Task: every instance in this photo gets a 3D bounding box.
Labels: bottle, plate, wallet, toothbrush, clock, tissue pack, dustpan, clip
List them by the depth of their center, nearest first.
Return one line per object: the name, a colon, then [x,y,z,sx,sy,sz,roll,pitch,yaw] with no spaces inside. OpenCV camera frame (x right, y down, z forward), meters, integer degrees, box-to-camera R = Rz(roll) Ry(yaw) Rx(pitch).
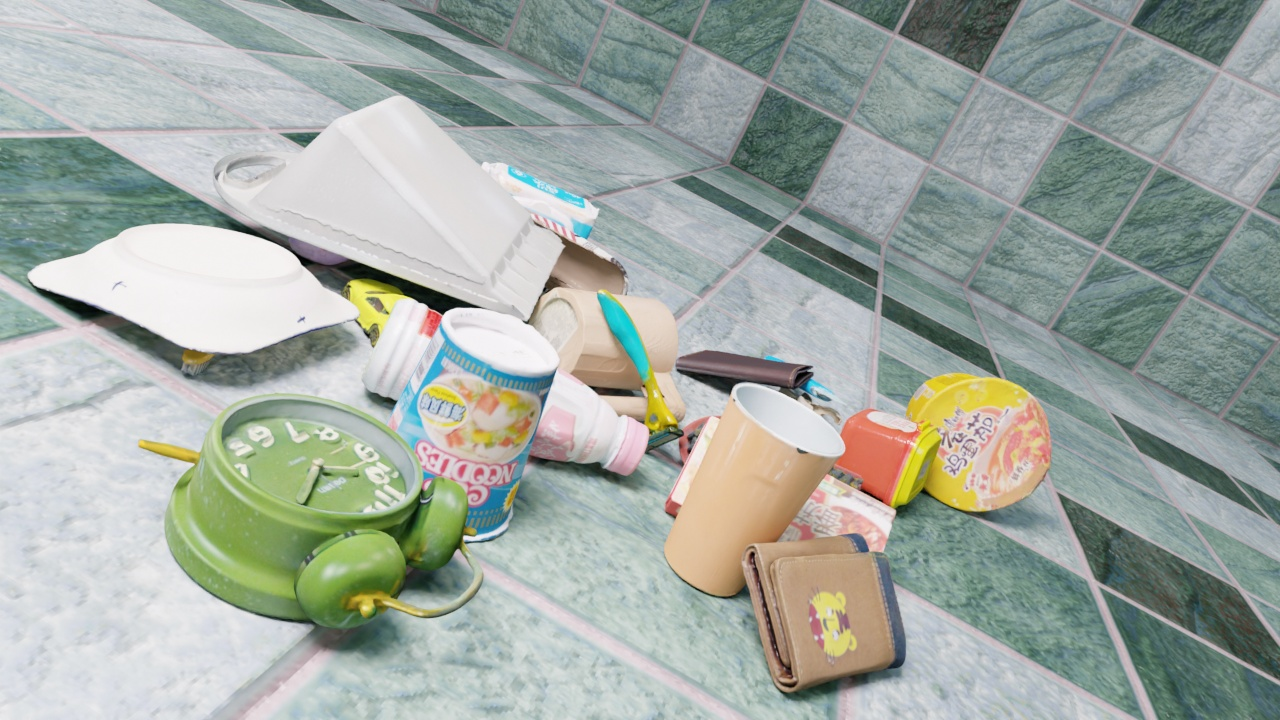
clock: [-0.149,0.074,0.446,0.161,0.056,0.116,31,21,11]
wallet: [0.116,0.153,0.572,0.115,0.033,0.090,6,63,-42]
plate: [-0.285,-0.057,0.606,0.164,0.034,0.163,20,19,13]
toothbrush: [-0.263,-0.027,0.624,0.016,0.018,0.191,26,17,-7]
bottle: [-0.089,0.026,0.636,0.197,0.068,0.068,25,19,-15]
dustpan: [-0.217,-0.121,0.792,0.258,0.143,0.222,47,18,-15]
wallet: [0.108,0.006,0.939,0.122,0.020,0.096,10,9,21]
clip: [0.181,0.058,0.941,0.083,0.035,0.104,23,11,2]
tissue pack: [-0.121,-0.148,0.992,0.140,0.090,0.063,21,20,-15]

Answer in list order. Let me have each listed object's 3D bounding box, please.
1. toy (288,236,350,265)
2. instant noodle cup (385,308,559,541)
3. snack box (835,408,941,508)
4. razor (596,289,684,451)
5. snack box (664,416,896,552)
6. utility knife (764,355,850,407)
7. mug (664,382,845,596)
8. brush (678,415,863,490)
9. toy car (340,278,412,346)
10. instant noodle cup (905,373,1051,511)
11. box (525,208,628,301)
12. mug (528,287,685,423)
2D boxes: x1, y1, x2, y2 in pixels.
toy: [-0.265,-0.110,0.794,0.084,0.039,0.108,6,25,-5]
instant noodle cup: [-0.101,0.032,0.535,0.099,0.110,0.099,22,21,-9]
snack box: [0.230,0.086,0.864,0.080,0.082,0.091,25,17,25]
razor: [-0.004,0.004,0.724,0.028,0.043,0.132,-15,79,-46]
snack box: [0.101,0.108,0.658,0.153,0.026,0.075,28,61,3]
utility knife: [0.175,0.024,0.977,0.034,0.018,0.191,22,7,-17]
mug: [0.066,0.086,0.588,0.078,0.123,0.078,23,21,-10]
brush: [0.096,0.090,0.722,0.146,0.063,0.069,25,-11,2]
toy car: [-0.194,-0.038,0.711,0.048,0.032,0.105,6,27,-44]
instant noodle cup: [0.342,0.076,0.961,0.138,0.138,0.109,27,11,1]
box: [-0.097,-0.085,0.916,0.163,0.076,0.087,30,46,9]
mug: [-0.026,-0.001,0.775,0.103,0.084,0.124,5,50,-42]
